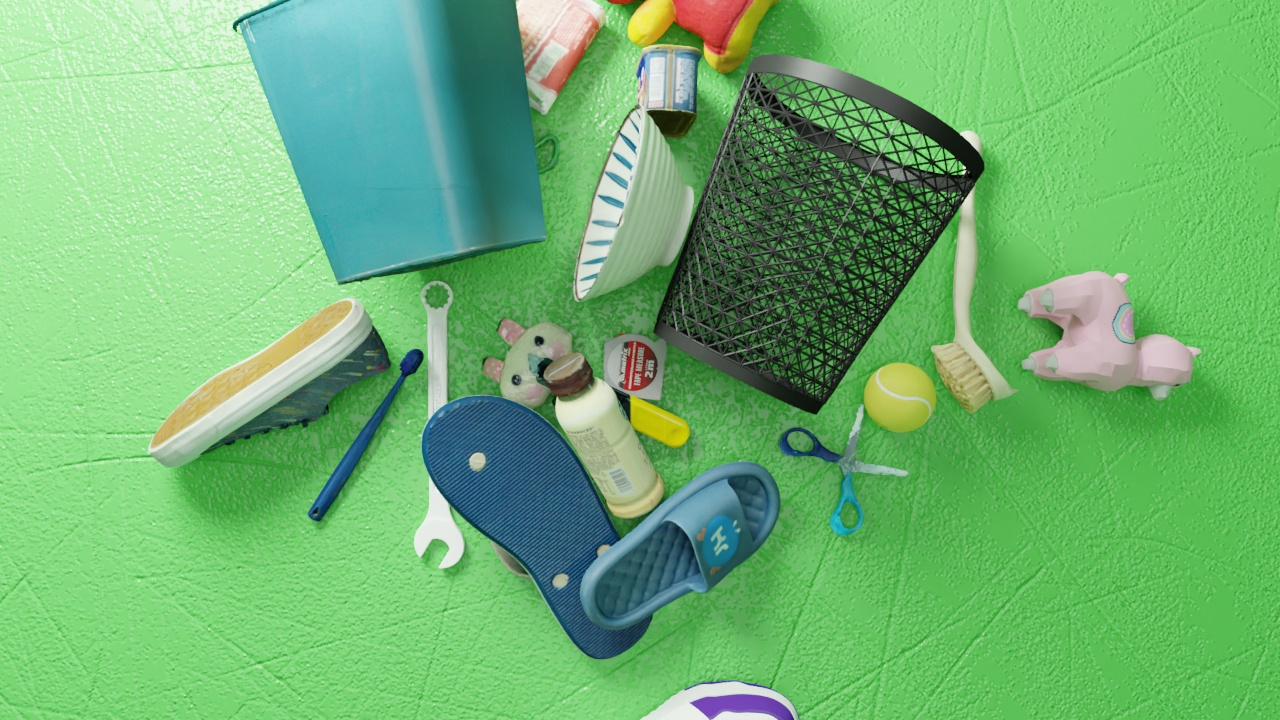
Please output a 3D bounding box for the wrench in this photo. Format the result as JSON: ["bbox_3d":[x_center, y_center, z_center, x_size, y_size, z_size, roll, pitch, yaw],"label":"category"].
[{"bbox_3d":[-0.192,0.061,0.875,0.047,0.009,0.273,-1,90,-2],"label":"wrench"}]

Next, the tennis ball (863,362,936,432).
[{"bbox_3d":[0.243,0.035,0.862,0.065,0.065,0.065,0,89,-2],"label":"tennis ball"}]

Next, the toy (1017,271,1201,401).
[{"bbox_3d":[0.446,-0.022,0.870,0.157,0.067,0.123,-2,88,-6],"label":"toy"}]

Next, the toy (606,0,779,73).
[{"bbox_3d":[0.027,-0.370,0.845,0.216,0.099,0.147,31,79,-6],"label":"toy"}]

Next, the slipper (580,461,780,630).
[{"bbox_3d":[0.044,0.177,0.840,0.213,0.059,0.104,-33,117,-13],"label":"slipper"}]

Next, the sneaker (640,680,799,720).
[{"bbox_3d":[0.032,0.370,0.830,0.244,0.111,0.092,-22,90,-2],"label":"sneaker"}]

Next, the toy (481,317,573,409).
[{"bbox_3d":[-0.095,0.007,0.862,0.112,0.050,0.087,33,89,3],"label":"toy"}]

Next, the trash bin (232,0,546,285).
[{"bbox_3d":[-0.191,-0.190,0.780,0.199,0.196,0.218,-10,97,22],"label":"trash bin"}]

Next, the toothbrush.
[{"bbox_3d":[-0.259,0.070,0.863,0.016,0.017,0.190,33,92,3],"label":"toothbrush"}]

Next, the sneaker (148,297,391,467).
[{"bbox_3d":[-0.334,0.037,0.840,0.235,0.087,0.079,-32,123,2],"label":"sneaker"}]

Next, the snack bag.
[{"bbox_3d":[-0.093,-0.300,0.867,0.077,0.036,0.116,32,89,-1],"label":"snack bag"}]

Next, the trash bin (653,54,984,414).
[{"bbox_3d":[0.137,-0.098,0.797,0.217,0.217,0.243,26,95,-2],"label":"trash bin"}]

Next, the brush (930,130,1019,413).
[{"bbox_3d":[0.314,-0.085,0.876,0.077,0.062,0.272,-1,86,-6],"label":"brush"}]

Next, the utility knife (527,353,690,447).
[{"bbox_3d":[-0.030,0.036,0.852,0.174,0.020,0.029,27,99,-19],"label":"utility knife"}]

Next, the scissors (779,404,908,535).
[{"bbox_3d":[0.194,0.102,0.886,0.133,0.014,0.127,17,89,-1],"label":"scissors"}]

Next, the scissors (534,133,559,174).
[{"bbox_3d":[-0.140,-0.191,0.877,0.125,0.011,0.127,-32,89,-1],"label":"scissors"}]

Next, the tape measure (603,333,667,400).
[{"bbox_3d":[-0.005,0.005,0.876,0.062,0.020,0.060,7,89,-1],"label":"tape measure"}]

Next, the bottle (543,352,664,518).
[{"bbox_3d":[-0.034,0.067,0.824,0.056,0.056,0.162,-28,118,-2],"label":"bottle"}]

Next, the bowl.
[{"bbox_3d":[0.001,-0.127,0.807,0.071,0.177,0.177,16,89,-14],"label":"bowl"}]

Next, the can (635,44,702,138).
[{"bbox_3d":[0.023,-0.244,0.839,0.054,0.100,0.059,2,90,-5],"label":"can"}]

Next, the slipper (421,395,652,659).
[{"bbox_3d":[-0.089,0.150,0.856,0.118,0.060,0.295,-35,104,-7],"label":"slipper"}]
